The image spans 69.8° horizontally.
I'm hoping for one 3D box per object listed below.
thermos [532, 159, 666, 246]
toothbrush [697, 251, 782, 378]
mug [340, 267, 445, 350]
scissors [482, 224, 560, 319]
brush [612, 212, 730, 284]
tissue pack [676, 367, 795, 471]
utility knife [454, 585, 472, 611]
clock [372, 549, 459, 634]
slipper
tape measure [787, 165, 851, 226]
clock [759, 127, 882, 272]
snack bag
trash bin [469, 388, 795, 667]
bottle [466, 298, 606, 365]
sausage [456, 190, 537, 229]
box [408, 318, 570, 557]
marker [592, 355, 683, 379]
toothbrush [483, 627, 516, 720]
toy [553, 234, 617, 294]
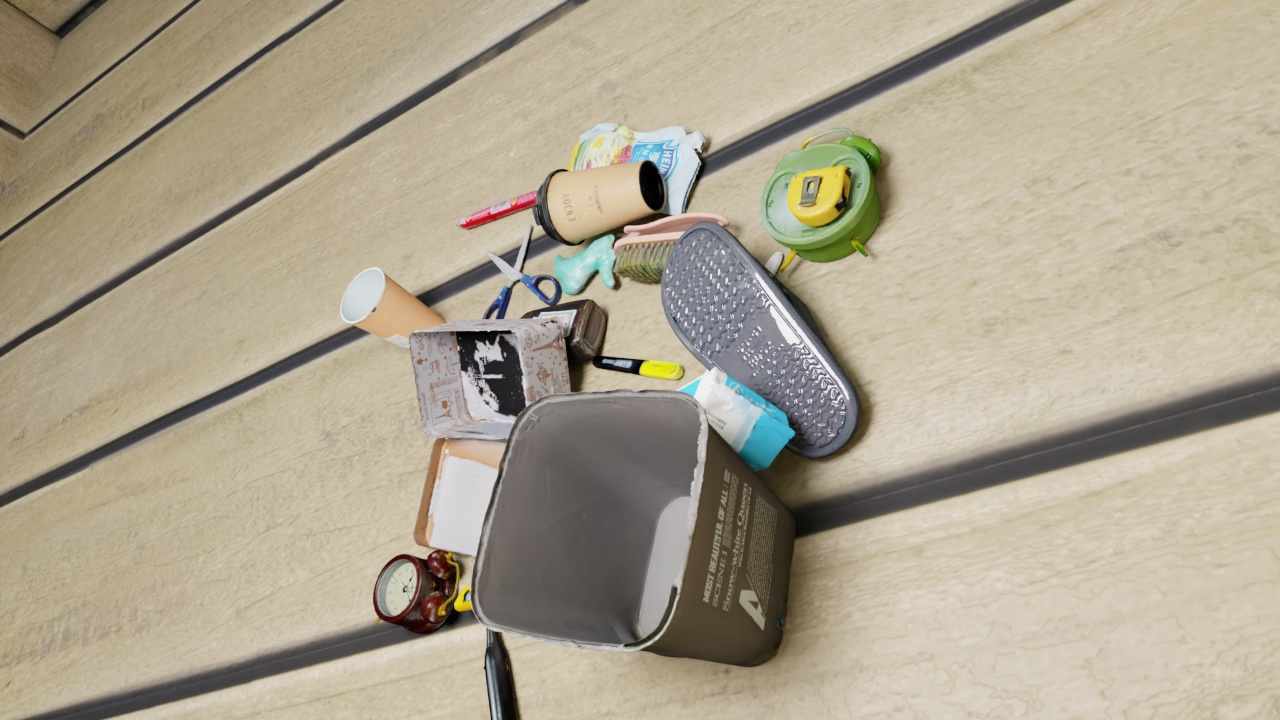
[{"bbox_3d":[-0.046,-0.188,1.071,0.143,0.093,0.093,-7,62,32],"label":"thermos"},{"bbox_3d":[0.101,-0.036,0.947,0.016,0.016,0.180,24,79,39],"label":"toothbrush"},{"bbox_3d":[-0.314,-0.056,1.185,0.078,0.122,0.078,-18,56,28],"label":"mug"},{"bbox_3d":[-0.160,-0.097,1.170,0.176,0.012,0.162,26,83,42],"label":"scissors"},{"bbox_3d":[0.031,-0.124,1.012,0.146,0.063,0.073,2,71,39],"label":"brush"},{"bbox_3d":[0.065,0.062,0.834,0.140,0.090,0.063,-33,28,58],"label":"tissue pack"},{"bbox_3d":[-0.126,0.237,0.947,0.155,0.015,0.033,-15,47,19],"label":"utility knife"},{"bbox_3d":[-0.240,0.252,1.007,0.122,0.055,0.082,-19,56,31],"label":"clock"},{"bbox_3d":[0.119,-0.018,0.890,0.111,0.083,0.268,-47,64,22],"label":"slipper"},{"bbox_3d":[0.168,-0.159,0.877,0.060,0.029,0.057,-2,66,36],"label":"tape measure"},{"bbox_3d":[0.186,-0.170,0.929,0.116,0.056,0.161,-7,62,32],"label":"clock"},{"bbox_3d":[-0.007,-0.238,1.120,0.191,0.039,0.110,16,74,38],"label":"snack bag"},{"bbox_3d":[0.013,0.156,0.767,0.199,0.219,0.198,-4,63,35],"label":"trash bin"},{"bbox_3d":[-0.132,-0.023,1.088,0.195,0.044,0.079,-10,50,33],"label":"bottle"},{"bbox_3d":[-0.190,-0.204,1.246,0.156,0.020,0.020,-13,59,30],"label":"sausage"},{"bbox_3d":[-0.172,0.085,1.028,0.178,0.106,0.272,1,89,36],"label":"box"},{"bbox_3d":[-0.006,0.006,1.000,0.124,0.015,0.018,7,65,40],"label":"marker"},{"bbox_3d":[-0.147,0.309,0.929,0.027,0.026,0.212,-21,50,3],"label":"toothbrush"},{"bbox_3d":[-0.061,-0.111,1.094,0.092,0.030,0.096,-34,53,19],"label":"toy"}]
